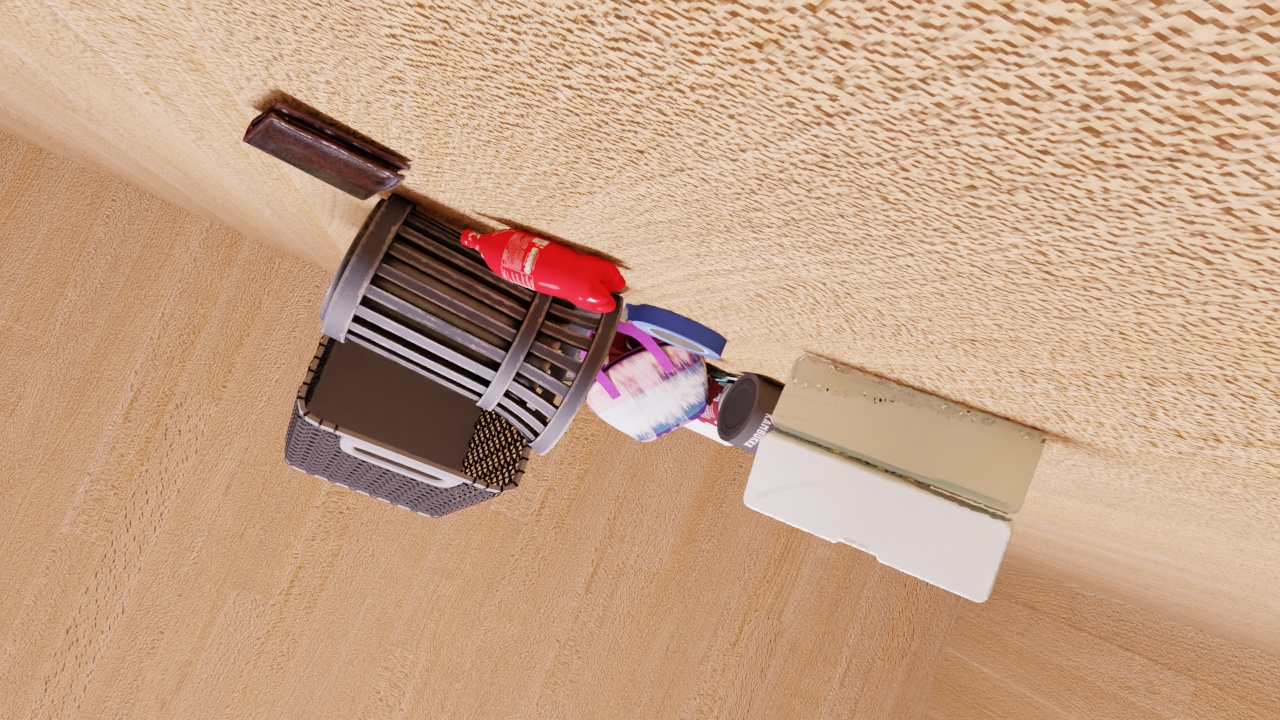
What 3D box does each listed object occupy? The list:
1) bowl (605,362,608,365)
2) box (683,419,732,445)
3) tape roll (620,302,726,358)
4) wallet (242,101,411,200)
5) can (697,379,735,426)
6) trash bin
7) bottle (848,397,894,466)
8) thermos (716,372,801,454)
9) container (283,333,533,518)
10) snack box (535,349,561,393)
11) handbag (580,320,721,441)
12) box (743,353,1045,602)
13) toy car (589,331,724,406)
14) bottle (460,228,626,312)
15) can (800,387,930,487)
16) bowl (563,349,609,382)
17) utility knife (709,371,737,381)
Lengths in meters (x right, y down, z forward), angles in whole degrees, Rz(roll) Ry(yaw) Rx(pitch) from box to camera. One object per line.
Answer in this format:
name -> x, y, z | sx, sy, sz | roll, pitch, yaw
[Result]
bowl -> 0.005, 0.022, 1.201 | 0.124, 0.124, 0.052 | 24, -145, -15
box -> 0.070, 0.062, 1.278 | 0.161, 0.081, 0.092 | 25, 134, -1
tape roll -> 0.037, -0.027, 0.873 | 0.093, 0.016, 0.091 | 26, 174, -33
wallet -> -0.230, -0.153, 0.668 | 0.099, 0.031, 0.120 | 22, 173, -30
can -> 0.109, 0.055, 1.165 | 0.063, 0.063, 0.114 | 24, 175, -18
trash bin -> -0.155, -0.038, 0.830 | 0.227, 0.164, 0.164 | 27, 174, -12
bottle -> 0.193, 0.079, 0.785 | 0.025, 0.106, 0.025 | 23, 176, 2
thermos -> 0.211, 0.098, 1.060 | 0.240, 0.082, 0.082 | 24, 175, -20
container -> -0.266, 0.033, 1.091 | 0.247, 0.245, 0.244 | 24, 151, -19
snack box -> -0.120, -0.024, 0.976 | 0.088, 0.125, 0.040 | 24, 175, -12
handbag -> -0.006, 0.006, 0.988 | 0.170, 0.145, 0.068 | 50, -160, -41
box -> 0.186, 0.085, 0.698 | 0.197, 0.136, 0.043 | 20, -179, 24
toy car -> 0.012, 0.012, 1.104 | 0.169, 0.062, 0.070 | 30, 174, -19
bottle -> -0.080, -0.076, 0.720 | 0.142, 0.042, 0.042 | 21, 175, 19
can -> 0.213, 0.092, 0.863 | 0.131, 0.101, 0.072 | 21, 175, 18
bowl -> -0.066, 0.009, 1.408 | 0.115, 0.059, 0.115 | 7, 178, 0
utility knife -> 0.095, 0.018, 1.140 | 0.022, 0.015, 0.169 | 24, 172, -26
